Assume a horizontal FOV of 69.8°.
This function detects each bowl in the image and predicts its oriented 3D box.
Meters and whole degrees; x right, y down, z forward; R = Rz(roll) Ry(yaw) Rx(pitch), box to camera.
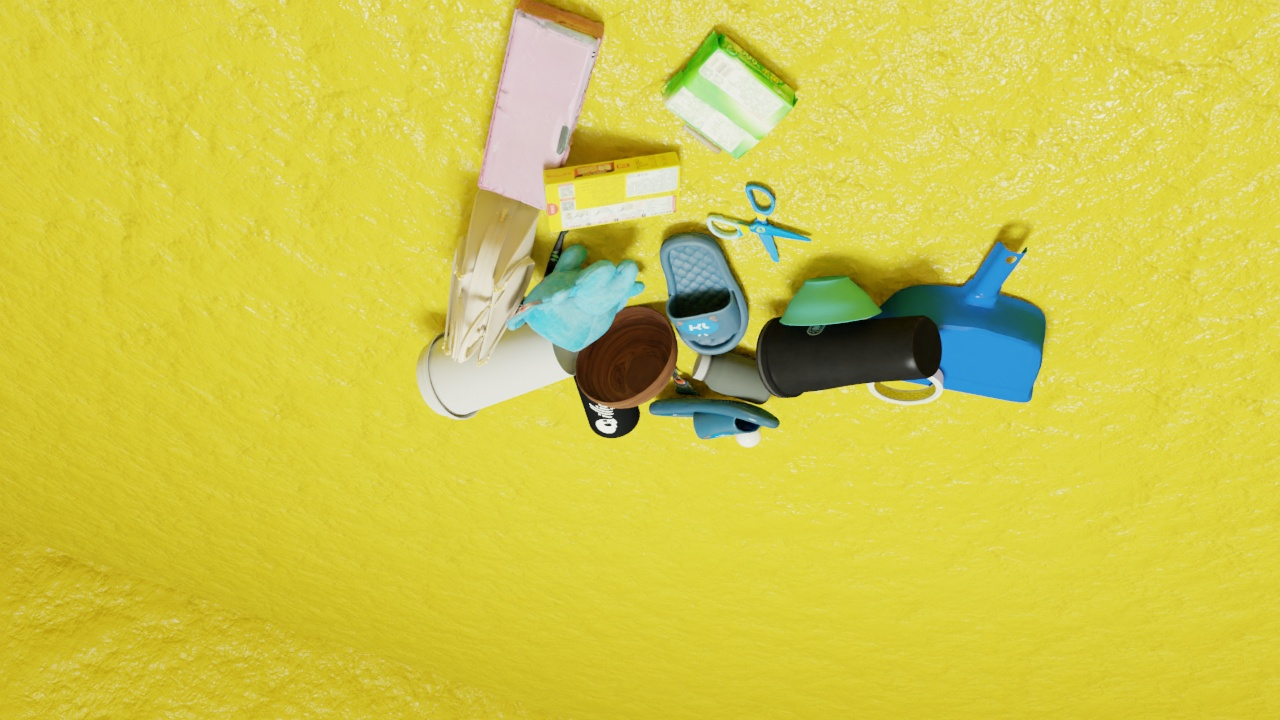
[{"bbox_3d":[-0.007,0.007,1.233,0.148,0.147,0.069,-9,147,27],"label":"bowl"},{"bbox_3d":[0.227,-0.076,1.106,0.121,0.121,0.046,-4,101,21],"label":"bowl"}]

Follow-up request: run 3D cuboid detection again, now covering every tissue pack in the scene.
[{"bbox_3d":[0.088,-0.264,0.930,0.114,0.034,0.100,31,138,-22],"label":"tissue pack"}]

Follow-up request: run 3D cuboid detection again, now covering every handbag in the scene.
[{"bbox_3d":[-0.196,-0.079,1.126,0.101,0.197,0.195,17,143,-6],"label":"handbag"}]

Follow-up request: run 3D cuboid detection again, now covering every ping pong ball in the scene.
[{"bbox_3d":[0.165,0.112,1.402,0.040,0.040,0.040,9,144,6],"label":"ping pong ball"}]

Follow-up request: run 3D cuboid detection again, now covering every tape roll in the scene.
[{"bbox_3d":[0.342,0.028,1.184,0.094,0.019,0.094,10,152,5],"label":"tape roll"}]

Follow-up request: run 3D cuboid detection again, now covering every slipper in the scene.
[{"bbox_3d":[0.106,0.086,1.331,0.214,0.059,0.103,3,176,40],"label":"slipper"},{"bbox_3d":[0.080,-0.076,1.164,0.104,0.059,0.214,-1,140,15],"label":"slipper"}]

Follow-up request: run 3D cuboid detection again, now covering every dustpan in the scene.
[{"bbox_3d":[0.399,-0.048,1.102,0.245,0.059,0.258,11,154,3],"label":"dustpan"}]

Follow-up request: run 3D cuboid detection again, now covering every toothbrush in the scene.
[{"bbox_3d":[-0.113,-0.128,1.190,0.014,0.017,0.188,17,145,-8],"label":"toothbrush"}]

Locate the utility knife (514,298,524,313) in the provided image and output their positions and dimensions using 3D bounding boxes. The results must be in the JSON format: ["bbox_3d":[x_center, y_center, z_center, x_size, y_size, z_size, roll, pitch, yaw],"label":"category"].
[{"bbox_3d":[-0.160,-0.074,1.275,0.198,0.020,0.029,11,148,0],"label":"utility knife"}]

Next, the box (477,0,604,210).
[{"bbox_3d":[-0.111,-0.261,0.973,0.098,0.041,0.234,17,138,-10],"label":"box"}]

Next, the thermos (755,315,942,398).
[{"bbox_3d":[0.250,-0.009,1.120,0.219,0.105,0.106,-5,143,46],"label":"thermos"}]

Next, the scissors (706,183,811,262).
[{"bbox_3d":[0.134,-0.155,1.078,0.125,0.016,0.125,-5,139,29],"label":"scissors"}]

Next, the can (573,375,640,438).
[{"bbox_3d":[-0.049,0.046,1.347,0.080,0.080,0.146,3,143,13],"label":"can"}]

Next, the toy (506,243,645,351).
[{"bbox_3d":[-0.075,-0.089,1.154,0.183,0.114,0.181,-8,157,-36],"label":"toy"}]

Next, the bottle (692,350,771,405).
[{"bbox_3d":[0.130,0.020,1.273,0.108,0.060,0.060,18,144,-7],"label":"bottle"}]

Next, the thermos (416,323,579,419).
[{"bbox_3d":[-0.196,0.004,1.301,0.222,0.131,0.131,-13,136,26],"label":"thermos"}]

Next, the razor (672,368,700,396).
[{"bbox_3d":[0.034,0.006,1.320,0.044,0.018,0.141,5,147,51],"label":"razor"}]

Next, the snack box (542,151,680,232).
[{"bbox_3d":[-0.032,-0.188,1.028,0.152,0.025,0.075,-10,146,-7],"label":"snack box"}]
